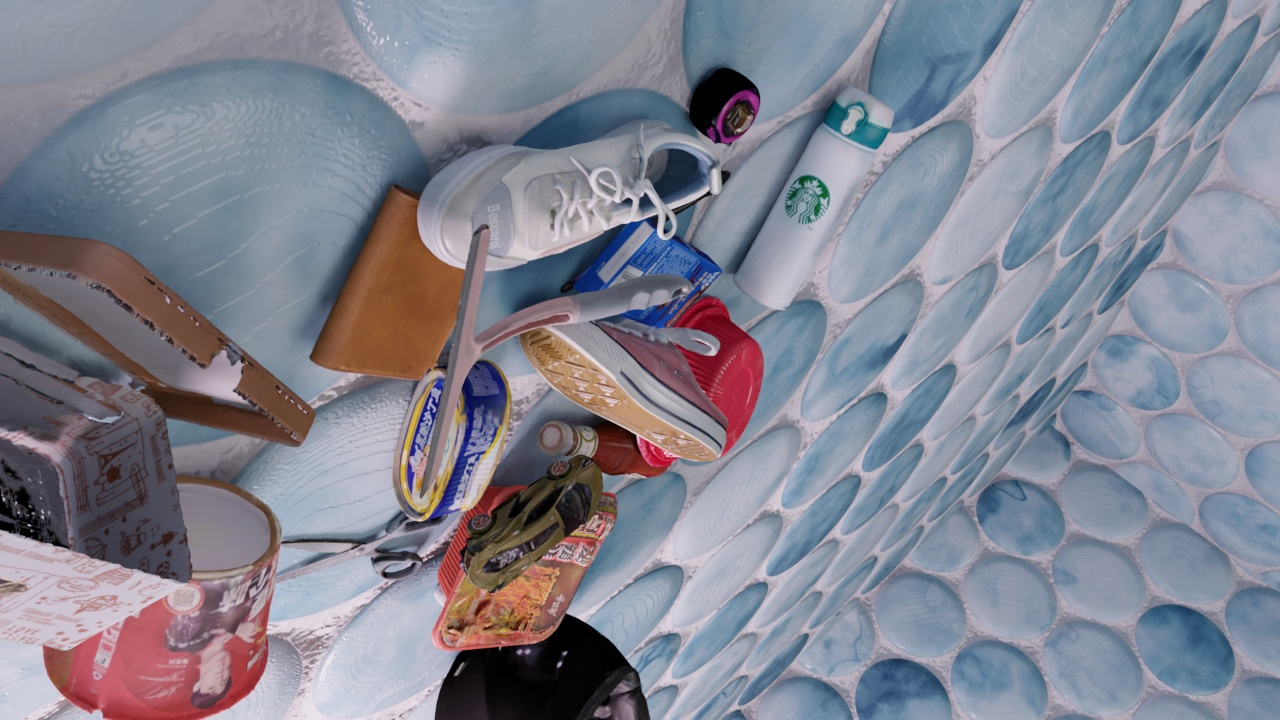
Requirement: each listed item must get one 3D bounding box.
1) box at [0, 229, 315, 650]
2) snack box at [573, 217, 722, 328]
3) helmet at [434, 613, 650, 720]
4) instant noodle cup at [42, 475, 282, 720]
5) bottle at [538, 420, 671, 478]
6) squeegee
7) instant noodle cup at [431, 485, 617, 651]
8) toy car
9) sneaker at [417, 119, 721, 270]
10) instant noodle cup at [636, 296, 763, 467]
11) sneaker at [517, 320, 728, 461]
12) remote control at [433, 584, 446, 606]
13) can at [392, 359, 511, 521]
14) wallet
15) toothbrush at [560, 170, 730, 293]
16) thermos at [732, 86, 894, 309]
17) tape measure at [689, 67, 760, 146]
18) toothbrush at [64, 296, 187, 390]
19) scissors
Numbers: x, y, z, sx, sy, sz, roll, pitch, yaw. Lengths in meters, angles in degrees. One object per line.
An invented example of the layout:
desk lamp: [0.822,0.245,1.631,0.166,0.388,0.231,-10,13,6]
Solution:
box: [-0.272,0.024,0.452,0.181,0.153,0.182,-27,151,3]
snack box: [0.011,-0.075,0.830,0.085,0.026,0.157,-47,156,13]
helmet: [-0.130,0.419,1.071,0.275,0.230,0.233,-48,160,19]
instant noodle cup: [-0.302,0.150,0.601,0.137,0.138,0.109,-3,123,-52]
bottle: [-0.034,0.089,0.961,0.060,0.060,0.205,-53,150,11]
squeegee: [-0.055,-0.031,0.685,0.248,0.040,0.248,-23,147,-40]
instant noodle cup: [-0.124,0.197,0.921,0.164,0.079,0.189,15,105,-47]
toy car: [-0.094,0.146,0.833,0.157,0.042,0.070,-37,132,-22]
sneaker: [-0.036,-0.111,0.644,0.241,0.091,0.090,-27,132,-39]
instant noodle cup: [0.074,0.032,0.969,0.193,0.066,0.194,-40,140,-44]
sneaker: [-0.005,0.005,0.824,0.241,0.118,0.087,35,61,-32]
remote control: [-0.160,0.217,0.988,0.135,0.020,0.056,-40,150,-13]
can: [-0.156,0.067,0.748,0.049,0.074,0.148,-9,134,-45]
wallet: [-0.155,-0.048,0.641,0.131,0.035,0.119,-61,154,11]
toothbrush: [0.004,-0.115,0.805,0.188,0.017,0.014,-37,146,-12]
thermos: [0.172,-0.160,0.913,0.073,0.073,0.225,-7,132,-50]
tape measure: [0.070,-0.205,0.747,0.057,0.039,0.057,-54,151,13]
toothbrush: [-0.284,0.002,0.550,0.015,0.016,0.190,-40,151,-11]
scissors: [-0.245,0.169,0.820,0.159,0.014,0.175,-38,149,-16]
